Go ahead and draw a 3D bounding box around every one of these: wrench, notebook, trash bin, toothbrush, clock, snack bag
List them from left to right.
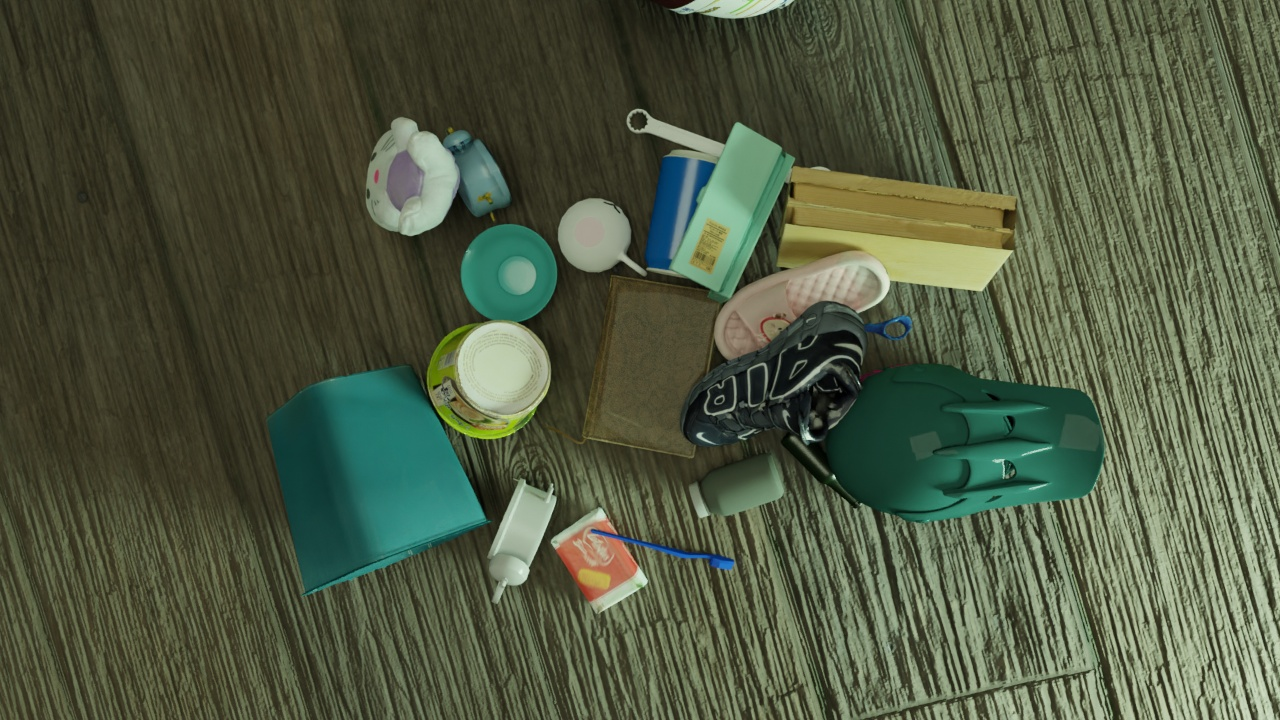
[{"bbox_3d":[-0.327,0.138,1.105,0.200,0.196,0.218,-28,80,41],"label":"trash bin"},{"bbox_3d":[-0.207,-0.234,1.134,0.051,0.089,0.124,-29,80,-10],"label":"clock"},{"bbox_3d":[-0.156,0.223,1.139,0.061,0.120,0.159,23,84,-4],"label":"clock"},{"bbox_3d":[-0.053,0.255,1.167,0.077,0.036,0.116,-33,89,7],"label":"snack bag"},{"bbox_3d":[-0.005,0.007,1.151,0.190,0.034,0.215,10,93,6],"label":"notebook"},{"bbox_3d":[0.027,0.237,1.152,0.186,0.016,0.011,14,101,-7],"label":"toothbrush"},{"bbox_3d":[0.111,-0.256,1.139,0.273,0.009,0.047,21,95,5],"label":"wrench"}]

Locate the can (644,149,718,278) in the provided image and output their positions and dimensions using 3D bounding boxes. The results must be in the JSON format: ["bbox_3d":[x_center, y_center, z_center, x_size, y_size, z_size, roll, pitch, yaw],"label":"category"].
[{"bbox_3d":[0.054,-0.176,1.114,0.079,0.079,0.146,11,94,6],"label":"can"}]

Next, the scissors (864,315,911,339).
[{"bbox_3d":[0.273,-0.041,1.129,0.127,0.014,0.127,20,96,5],"label":"scissors"}]

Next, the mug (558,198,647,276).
[{"bbox_3d":[-0.043,-0.143,1.127,0.124,0.076,0.090,38,96,5],"label":"mug"}]

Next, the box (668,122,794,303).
[{"bbox_3d":[0.105,-0.168,1.077,0.112,0.078,0.187,24,88,-24],"label":"box"}]

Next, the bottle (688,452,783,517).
[{"bbox_3d":[0.118,0.157,1.132,0.108,0.060,0.060,-20,90,7],"label":"bottle"}]

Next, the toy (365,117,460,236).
[{"bbox_3d":[-0.275,-0.219,1.105,0.085,0.209,0.138,3,101,-27],"label":"toy"}]

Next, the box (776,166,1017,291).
[{"bbox_3d":[0.288,-0.147,1.060,0.249,0.128,0.092,8,83,5],"label":"box"}]

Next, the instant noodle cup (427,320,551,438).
[{"bbox_3d":[-0.177,0.018,1.111,0.146,0.098,0.146,6,77,-24],"label":"instant noodle cup"}]

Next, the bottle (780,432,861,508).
[{"bbox_3d":[0.226,0.134,1.132,0.033,0.033,0.123,-44,88,6],"label":"bottle"}]

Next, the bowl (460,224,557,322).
[{"bbox_3d":[-0.161,-0.108,1.158,0.121,0.046,0.121,0,93,6],"label":"bowl"}]

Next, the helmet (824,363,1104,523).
[{"bbox_3d":[0.349,0.090,1.032,0.275,0.200,0.176,-2,92,6],"label":"helmet"}]

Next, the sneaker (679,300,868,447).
[{"bbox_3d":[0.155,0.054,1.036,0.253,0.150,0.097,-36,117,23],"label":"sneaker"}]

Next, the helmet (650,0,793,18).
[{"bbox_3d":[0.103,-0.500,1.018,0.314,0.231,0.236,-49,123,0],"label":"helmet"}]

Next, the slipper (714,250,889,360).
[{"bbox_3d":[0.185,-0.060,1.081,0.222,0.055,0.107,-27,122,25],"label":"slipper"}]
